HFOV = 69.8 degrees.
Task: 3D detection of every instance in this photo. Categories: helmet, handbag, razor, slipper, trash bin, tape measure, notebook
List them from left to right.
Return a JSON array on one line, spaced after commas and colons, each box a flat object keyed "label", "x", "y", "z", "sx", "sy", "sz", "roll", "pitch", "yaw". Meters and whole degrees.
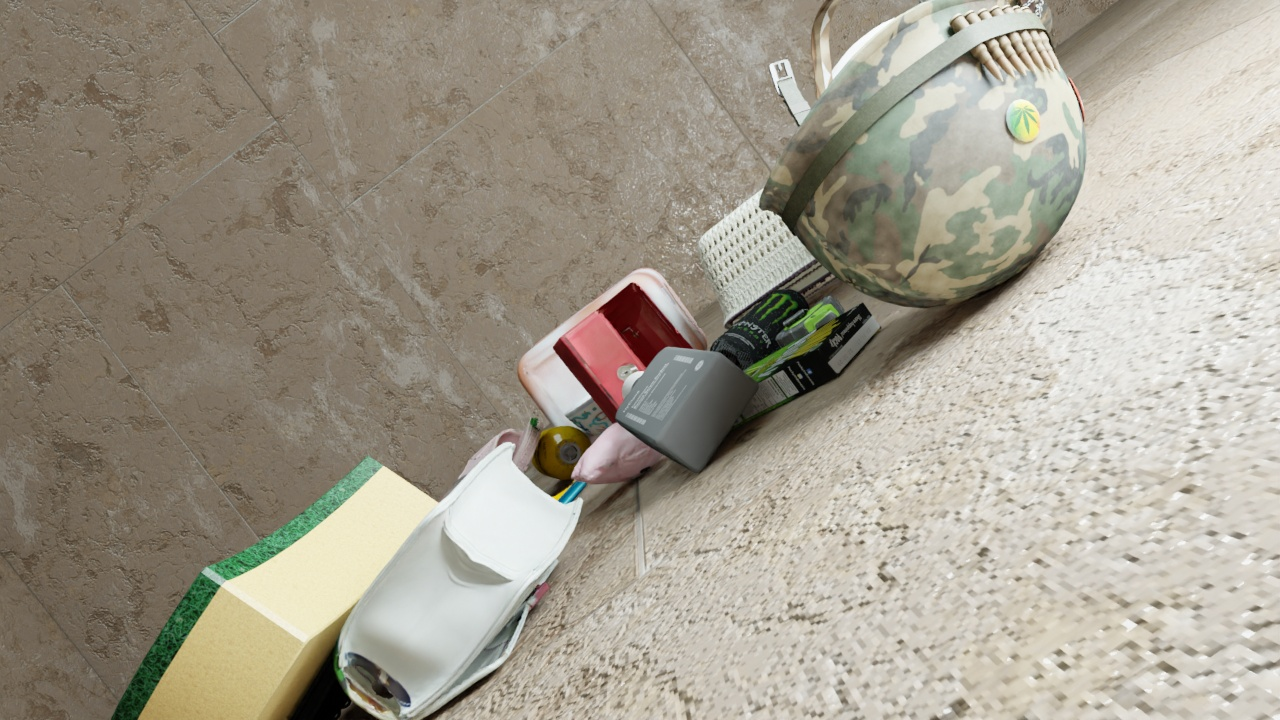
[{"label": "notebook", "x": -0.220, "y": 0.230, "z": 0.752, "sx": 0.169, "sy": 0.019, "sz": 0.231, "roll": -58, "pitch": -2, "yaw": 12}, {"label": "handbag", "x": -0.118, "y": 0.152, "z": 0.641, "sx": 0.142, "sy": 0.096, "sz": 0.198, "roll": -53, "pitch": 0, "yaw": 10}, {"label": "slipper", "x": -0.201, "y": 0.156, "z": 1.177, "sx": 0.240, "sy": 0.064, "sz": 0.094, "roll": -55, "pitch": 10, "yaw": 23}, {"label": "razor", "x": -0.085, "y": 0.152, "z": 0.979, "sx": 0.042, "sy": 0.022, "sz": 0.143, "roll": 3, "pitch": 11, "yaw": 16}, {"label": "trash bin", "x": -0.042, "y": -0.002, "z": 1.388, "sx": 0.260, "sy": 0.181, "sz": 0.157, "roll": -35, "pitch": 5, "yaw": 9}, {"label": "tape measure", "x": 0.156, "y": -0.032, "z": 0.851, "sx": 0.066, "sy": 0.036, "sz": 0.058, "roll": -35, "pitch": 4, "yaw": 17}, {"label": "helmet", "x": 0.176, "y": -0.156, "z": 0.599, "sx": 0.224, "sy": 0.236, "sz": 0.193, "roll": -41, "pitch": -11, "yaw": -19}]

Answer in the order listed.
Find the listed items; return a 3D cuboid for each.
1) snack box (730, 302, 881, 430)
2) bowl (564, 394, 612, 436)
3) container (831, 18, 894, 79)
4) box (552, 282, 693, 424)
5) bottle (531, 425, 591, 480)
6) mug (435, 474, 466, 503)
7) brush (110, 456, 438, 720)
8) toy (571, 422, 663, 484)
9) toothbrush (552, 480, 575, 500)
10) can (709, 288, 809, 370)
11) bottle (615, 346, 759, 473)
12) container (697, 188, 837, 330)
[{"label": "snack box", "x": 0.116, "y": 0.011, "z": 0.741, "sx": 0.080, "sy": 0.025, "sz": 0.148, "roll": -39, "pitch": 4, "yaw": -42}, {"label": "bowl", "x": -0.017, "y": 0.055, "z": 1.163, "sx": 0.144, "sy": 0.074, "sz": 0.144, "roll": -37, "pitch": 3, "yaw": 2}, {"label": "container", "x": 0.245, "y": -0.189, "z": 0.795, "sx": 0.189, "sy": 0.189, "sz": 0.186, "roll": -36, "pitch": 2, "yaw": 14}, {"label": "box", "x": -0.019, "y": 0.017, "z": 1.024, "sx": 0.117, "sy": 0.157, "sz": 0.136, "roll": -43, "pitch": 4, "yaw": -25}, {"label": "bottle", "x": -0.103, "y": 0.121, "z": 1.196, "sx": 0.071, "sy": 0.071, "sz": 0.164, "roll": -37, "pitch": 3, "yaw": -13}, {"label": "mug", "x": -0.188, "y": 0.189, "z": 1.074, "sx": 0.123, "sy": 0.096, "sz": 0.110, "roll": -6, "pitch": 16, "yaw": 12}, {"label": "brush", "x": -0.258, "y": 0.198, "z": 0.664, "sx": 0.195, "sy": 0.075, "sz": 0.249, "roll": -57, "pitch": -1, "yaw": 16}, {"label": "toy", "x": -0.020, "y": 0.087, "z": 0.853, "sx": 0.095, "sy": 0.053, "sz": 0.099, "roll": -30, "pitch": 5, "yaw": -22}, {"label": "toothbrush", "x": -0.104, "y": 0.161, "z": 0.995, "sx": 0.031, "sy": 0.031, "sz": 0.196, "roll": -7, "pitch": 12, "yaw": 27}, {"label": "can", "x": 0.126, "y": -0.027, "z": 0.963, "sx": 0.137, "sy": 0.054, "sz": 0.054, "roll": -39, "pitch": 3, "yaw": -41}, {"label": "bottle", "x": 0.025, "y": 0.033, "z": 0.761, "sx": 0.083, "sy": 0.046, "sz": 0.174, "roll": -54, "pitch": 16, "yaw": -7}, {"label": "container", "x": 0.194, "y": -0.143, "z": 1.144, "sx": 0.252, "sy": 0.143, "sz": 0.184, "roll": -35, "pitch": -11, "yaw": 33}]
